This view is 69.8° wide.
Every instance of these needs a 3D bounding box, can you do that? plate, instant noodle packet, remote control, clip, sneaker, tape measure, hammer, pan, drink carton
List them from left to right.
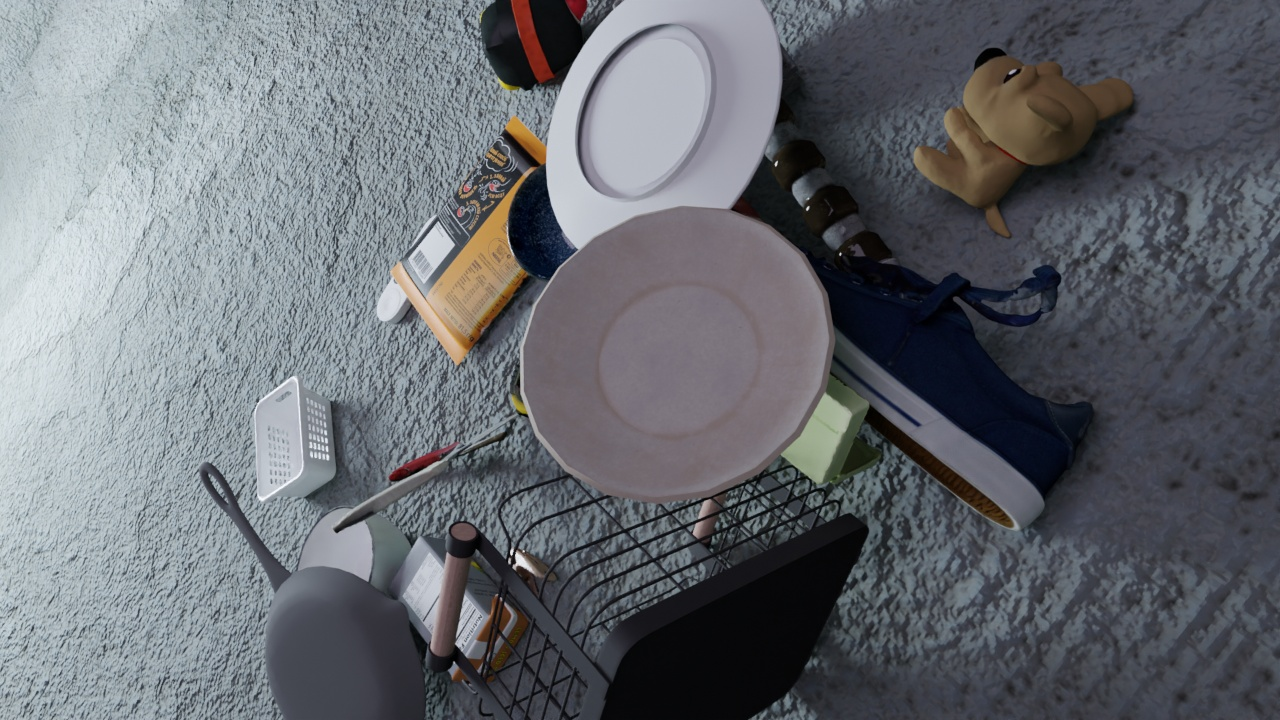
[{"bbox_3d":[-0.313,0.234,0.836,0.217,0.024,0.354,-46,76,26],"label":"pan"},{"bbox_3d":[-0.251,-0.101,1.020,0.043,0.013,0.136,37,97,40],"label":"remote control"},{"bbox_3d":[-0.162,0.217,0.808,0.125,0.048,0.076,35,95,40],"label":"drink carton"},{"bbox_3d":[-0.159,-0.126,0.945,0.221,0.032,0.160,-49,58,12],"label":"instant noodle packet"},{"bbox_3d":[-0.100,0.189,0.791,0.061,0.024,0.041,23,86,50],"label":"clip"},{"bbox_3d":[-0.089,0.020,0.835,0.063,0.038,0.067,9,79,39],"label":"tape measure"},{"bbox_3d":[0.004,-0.167,0.624,0.209,0.015,0.208,-11,74,40],"label":"plate"},{"bbox_3d":[0.021,-0.005,0.548,0.189,0.027,0.188,-6,66,14],"label":"plate"},{"bbox_3d":[0.116,-0.156,0.702,0.080,0.176,0.326,-37,73,20],"label":"hammer"},{"bbox_3d":[0.160,-0.032,0.591,0.294,0.121,0.127,39,87,15],"label":"sneaker"}]

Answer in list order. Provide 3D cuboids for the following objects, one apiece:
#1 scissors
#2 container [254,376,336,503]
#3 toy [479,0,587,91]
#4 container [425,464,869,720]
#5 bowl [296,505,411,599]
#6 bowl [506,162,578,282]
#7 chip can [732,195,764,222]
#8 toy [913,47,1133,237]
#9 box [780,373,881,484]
[{"bbox_3d":[-0.202,0.104,0.848,0.199,0.178,0.015,-22,101,45],"label":"scissors"},{"bbox_3d":[-0.382,0.092,1.021,0.081,0.049,0.129,-31,57,24],"label":"container"},{"bbox_3d":[-0.107,-0.338,0.954,0.119,0.099,0.097,-15,107,6],"label":"toy"},{"bbox_3d":[0.009,0.148,0.572,0.130,0.240,0.163,40,128,35],"label":"container"},{"bbox_3d":[-0.270,0.201,0.884,0.117,0.065,0.116,-14,65,32],"label":"bowl"},{"bbox_3d":[-0.061,-0.124,0.850,0.114,0.060,0.114,-2,85,26],"label":"bowl"},{"bbox_3d":[0.051,-0.116,0.760,0.080,0.079,0.229,-44,54,15],"label":"chip can"},{"bbox_3d":[0.250,-0.153,0.619,0.105,0.133,0.108,56,137,14],"label":"toy"},{"bbox_3d":[0.072,0.012,0.624,0.188,0.130,0.064,40,87,27],"label":"box"}]
